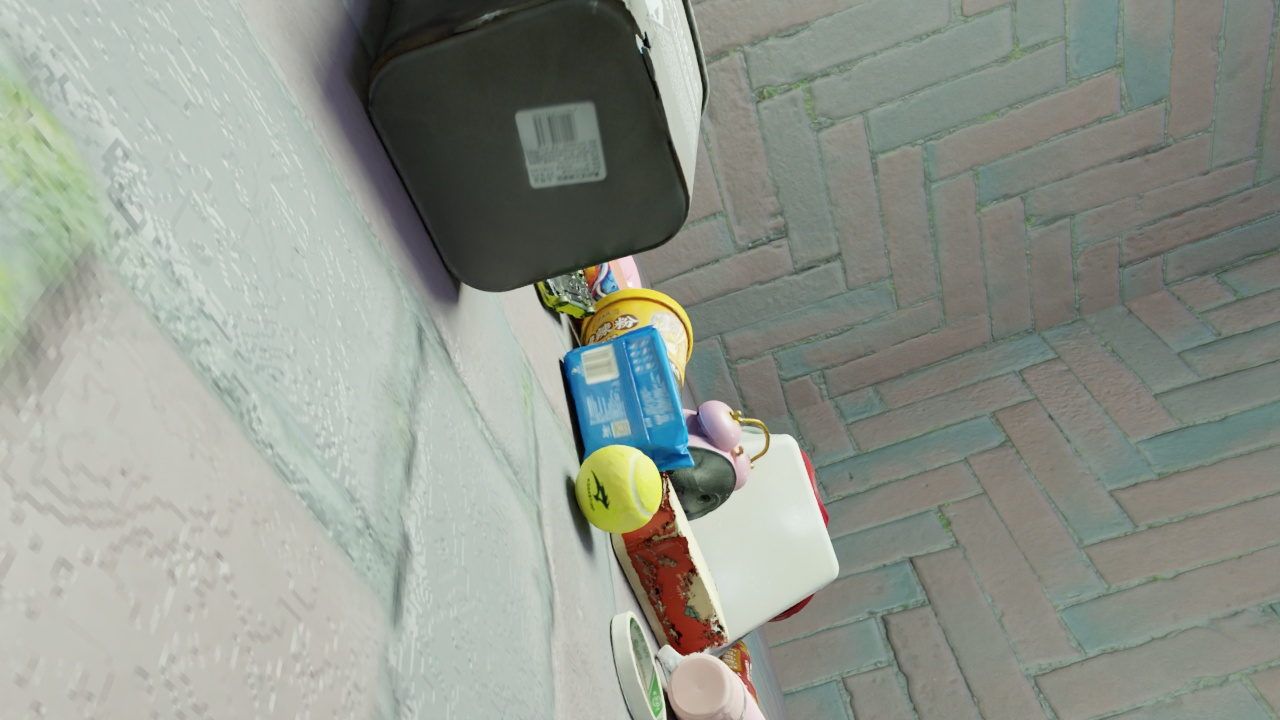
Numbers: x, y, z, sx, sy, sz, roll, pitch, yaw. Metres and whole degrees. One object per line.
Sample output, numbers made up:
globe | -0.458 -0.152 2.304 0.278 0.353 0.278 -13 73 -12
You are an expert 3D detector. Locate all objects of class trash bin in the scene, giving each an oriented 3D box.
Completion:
trash bin | -0.057 -0.174 0.585 0.219 0.199 0.199 -92 163 -55

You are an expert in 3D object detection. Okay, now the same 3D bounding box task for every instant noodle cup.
instant noodle cup | -0.006 0.005 0.930 0.114 0.118 0.118 -87 159 -55

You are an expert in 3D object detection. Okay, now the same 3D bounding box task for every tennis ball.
tennis ball | -0.016 0.096 0.687 0.065 0.065 0.065 -17 89 -85

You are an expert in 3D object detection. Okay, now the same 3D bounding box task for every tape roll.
tape roll | -0.001 0.226 0.667 0.085 0.014 0.086 -18 89 -85

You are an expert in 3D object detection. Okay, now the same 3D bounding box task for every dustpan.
dustpan | 0.108 0.186 1.026 0.143 0.257 0.222 150 -78 -73

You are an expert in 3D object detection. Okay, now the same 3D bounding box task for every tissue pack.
tissue pack | -0.011 0.040 0.804 0.052 0.095 0.157 74 1 -52

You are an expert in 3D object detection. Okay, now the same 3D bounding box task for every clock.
clock | 0.047 0.094 0.874 0.059 0.158 0.117 -100 171 -45

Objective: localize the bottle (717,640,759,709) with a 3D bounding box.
bottle | 0.100 0.369 1.024 0.174 0.057 0.057 -79 150 -81

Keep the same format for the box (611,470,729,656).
box | 0.034 0.188 0.839 0.091 0.077 0.168 -102 171 -57

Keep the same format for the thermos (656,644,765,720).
thermos | 0.066 0.318 0.843 0.087 0.067 0.199 36 -16 34

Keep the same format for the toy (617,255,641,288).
toy | -0.043 -0.114 1.141 0.179 0.074 0.194 93 -23 -72

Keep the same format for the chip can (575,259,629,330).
chip can | -0.044 -0.070 0.993 0.071 0.071 0.215 -103 172 -53

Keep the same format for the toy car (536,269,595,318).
toy car | -0.075 -0.067 0.871 0.105 0.032 0.048 21 50 -69

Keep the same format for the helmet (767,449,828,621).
helmet | 0.124 0.219 1.172 0.143 0.207 0.239 12 64 -58
